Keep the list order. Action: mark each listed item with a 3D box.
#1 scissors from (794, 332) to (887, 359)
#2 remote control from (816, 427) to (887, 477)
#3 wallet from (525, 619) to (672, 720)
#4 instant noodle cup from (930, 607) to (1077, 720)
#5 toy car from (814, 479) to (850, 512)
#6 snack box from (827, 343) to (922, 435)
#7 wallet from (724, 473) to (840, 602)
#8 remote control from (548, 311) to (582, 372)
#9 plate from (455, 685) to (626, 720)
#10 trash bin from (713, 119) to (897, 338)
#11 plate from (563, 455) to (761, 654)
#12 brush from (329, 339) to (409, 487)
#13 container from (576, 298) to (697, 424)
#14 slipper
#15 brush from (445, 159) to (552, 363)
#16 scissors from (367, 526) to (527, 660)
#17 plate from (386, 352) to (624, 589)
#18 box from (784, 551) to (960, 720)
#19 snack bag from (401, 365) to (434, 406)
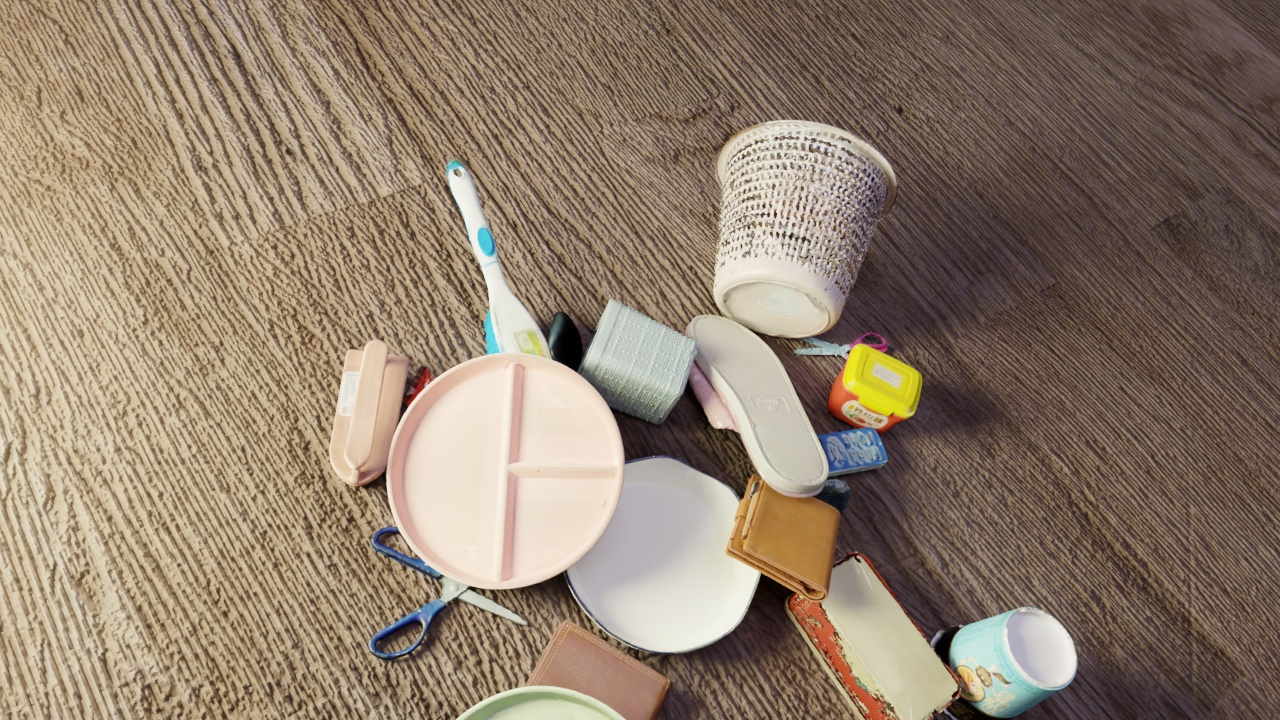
[{"bbox_3d":[0.254,-0.019,1.153,0.137,0.017,0.093,21,55,2],"label":"scissors"},{"bbox_3d":[0.219,0.109,1.051,0.124,0.024,0.049,-6,60,-16],"label":"remote control"},{"bbox_3d":[-0.044,0.311,0.837,0.124,0.032,0.101,29,58,3],"label":"wallet"},{"bbox_3d":[0.361,0.299,0.910,0.111,0.121,0.111,8,56,-12],"label":"instant noodle cup"},{"bbox_3d":[0.185,0.147,1.007,0.090,0.043,0.034,3,23,-10],"label":"toy car"},{"bbox_3d":[0.272,0.037,1.080,0.091,0.080,0.081,26,55,1],"label":"snack box"},{"bbox_3d":[0.147,0.173,0.925,0.108,0.031,0.131,27,31,3],"label":"wallet"},{"bbox_3d":[-0.079,-0.020,0.996,0.024,0.053,0.136,-21,19,6],"label":"remote control"},{"bbox_3d":[-0.080,0.377,0.722,0.230,0.027,0.229,-5,68,13],"label":"plate"},{"bbox_3d":[0.181,-0.142,1.105,0.227,0.228,0.191,18,67,-5],"label":"trash bin"},{"bbox_3d":[0.018,0.195,0.921,0.204,0.046,0.204,7,56,-11],"label":"plate"},{"bbox_3d":[-0.271,0.055,0.908,0.063,0.073,0.145,9,58,-11],"label":"brush"},{"bbox_3d":[-0.006,0.006,1.013,0.111,0.090,0.090,24,54,-5],"label":"container"},{"bbox_3d":[0.123,0.050,1.031,0.114,0.055,0.274,-1,44,-28],"label":"slipper"},{"bbox_3d":[-0.155,-0.070,1.002,0.060,0.110,0.314,-16,64,-23],"label":"brush"},{"bbox_3d":[-0.189,0.214,0.866,0.162,0.012,0.175,44,56,13],"label":"scissors"},{"bbox_3d":[-0.129,0.105,0.888,0.229,0.028,0.229,-1,73,2],"label":"plate"},{"bbox_3d":[0.230,0.281,0.909,0.091,0.077,0.168,-24,67,-29],"label":"box"},{"bbox_3d":[-0.194,0.045,0.964,0.104,0.026,0.048,25,81,2],"label":"snack bag"}]
